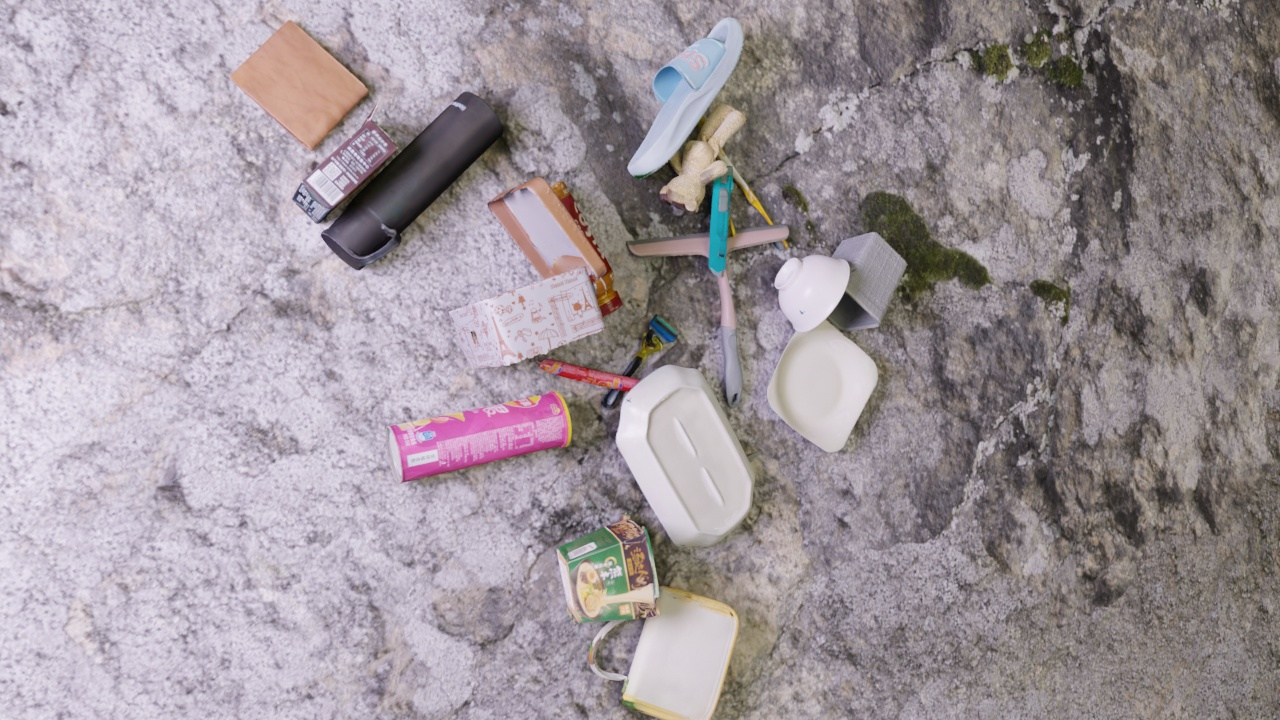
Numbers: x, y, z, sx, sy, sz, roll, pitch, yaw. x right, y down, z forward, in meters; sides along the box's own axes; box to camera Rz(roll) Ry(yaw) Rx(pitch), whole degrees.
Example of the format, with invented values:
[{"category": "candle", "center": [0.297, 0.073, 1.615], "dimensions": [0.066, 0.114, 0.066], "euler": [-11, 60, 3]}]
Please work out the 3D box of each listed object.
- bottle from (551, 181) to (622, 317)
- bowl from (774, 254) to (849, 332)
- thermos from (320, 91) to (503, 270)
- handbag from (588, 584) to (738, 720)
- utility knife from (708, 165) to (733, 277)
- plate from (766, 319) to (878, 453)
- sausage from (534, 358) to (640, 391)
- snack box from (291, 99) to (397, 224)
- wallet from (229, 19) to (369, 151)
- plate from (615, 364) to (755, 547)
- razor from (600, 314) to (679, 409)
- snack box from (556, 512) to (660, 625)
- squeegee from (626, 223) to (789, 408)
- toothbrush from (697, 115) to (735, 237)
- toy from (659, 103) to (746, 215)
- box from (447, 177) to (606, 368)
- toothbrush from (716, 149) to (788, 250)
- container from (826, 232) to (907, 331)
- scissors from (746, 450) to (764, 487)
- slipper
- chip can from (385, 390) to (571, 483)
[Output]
[{"category": "bottle", "center": [-0.080, -0.137, 1.160], "dimensions": [0.057, 0.057, 0.175], "euler": [-34, 103, -22]}, {"category": "bowl", "center": [0.227, -0.105, 1.274], "dimensions": [0.064, 0.118, 0.118], "euler": [30, 76, -18]}, {"category": "thermos", "center": [-0.255, -0.204, 1.065], "dimensions": [0.242, 0.090, 0.068], "euler": [-51, 149, -17]}, {"category": "handbag", "center": [0.025, 0.378, 1.208], "dimensions": [0.178, 0.063, 0.163], "euler": [20, 80, -9]}, {"category": "utility knife", "center": [0.109, -0.190, 1.241], "dimensions": [0.029, 0.013, 0.157], "euler": [5, 83, -11]}, {"category": "plate", "center": [0.257, 0.034, 1.330], "dimensions": [0.163, 0.034, 0.164], "euler": [37, 75, -20]}, {"category": "sausage", "center": [-0.061, 0.021, 1.176], "dimensions": [0.155, 0.020, 0.020], "euler": [13, 83, -14]}, {"category": "snack box", "center": [-0.324, -0.216, 1.016], "dimensions": [0.125, 0.113, 0.053], "euler": [-48, 109, -18]}, {"category": "wallet", "center": [-0.386, -0.313, 1.042], "dimensions": [0.115, 0.020, 0.101], "euler": [43, 73, -15]}, {"category": "plate", "center": [0.071, 0.132, 1.214], "dimensions": [0.161, 0.034, 0.266], "euler": [-37, 112, -23]}, {"category": "razor", "center": [-0.007, 0.007, 1.212], "dimensions": [0.042, 0.022, 0.142], "euler": [39, 80, -10]}, {"category": "snack box", "center": [-0.044, 0.265, 1.147], "dimensions": [0.105, 0.118, 0.117], "euler": [-11, 94, -15]}, {"category": "squeegee", "center": [0.118, -0.055, 1.260], "dimensions": [0.247, 0.040, 0.249], "euler": [-10, 96, -22]}, {"category": "toothbrush", "center": [0.099, -0.260, 1.261], "dimensions": [0.016, 0.016, 0.190], "euler": [-14, 89, -14]}, {"category": "toy", "center": [0.086, -0.271, 1.228], "dimensions": [0.157, 0.105, 0.066], "euler": [-59, 147, 2]}, {"category": "box", "center": [-0.142, -0.106, 1.062], "dimensions": [0.156, 0.183, 0.193], "euler": [-24, 99, -24]}, {"category": "toothbrush", "center": [0.151, -0.231, 1.296], "dimensions": [0.018, 0.016, 0.191], "euler": [-42, 107, -11]}, {"category": "container", "center": [0.317, -0.117, 1.333], "dimensions": [0.090, 0.090, 0.114], "euler": [39, 70, -20]}, {"category": "scissors", "center": [0.094, 0.163, 1.264], "dimensions": [0.159, 0.014, 0.175], "euler": [45, 70, -20]}, {"category": "slipper", "center": [0.048, -0.349, 1.205], "dimensions": [0.074, 0.104, 0.245], "euler": [34, 81, -19]}, {"category": "chip can", "center": [-0.192, 0.090, 1.097], "dimensions": [0.210, 0.071, 0.071], "euler": [-11, 94, -25]}]
